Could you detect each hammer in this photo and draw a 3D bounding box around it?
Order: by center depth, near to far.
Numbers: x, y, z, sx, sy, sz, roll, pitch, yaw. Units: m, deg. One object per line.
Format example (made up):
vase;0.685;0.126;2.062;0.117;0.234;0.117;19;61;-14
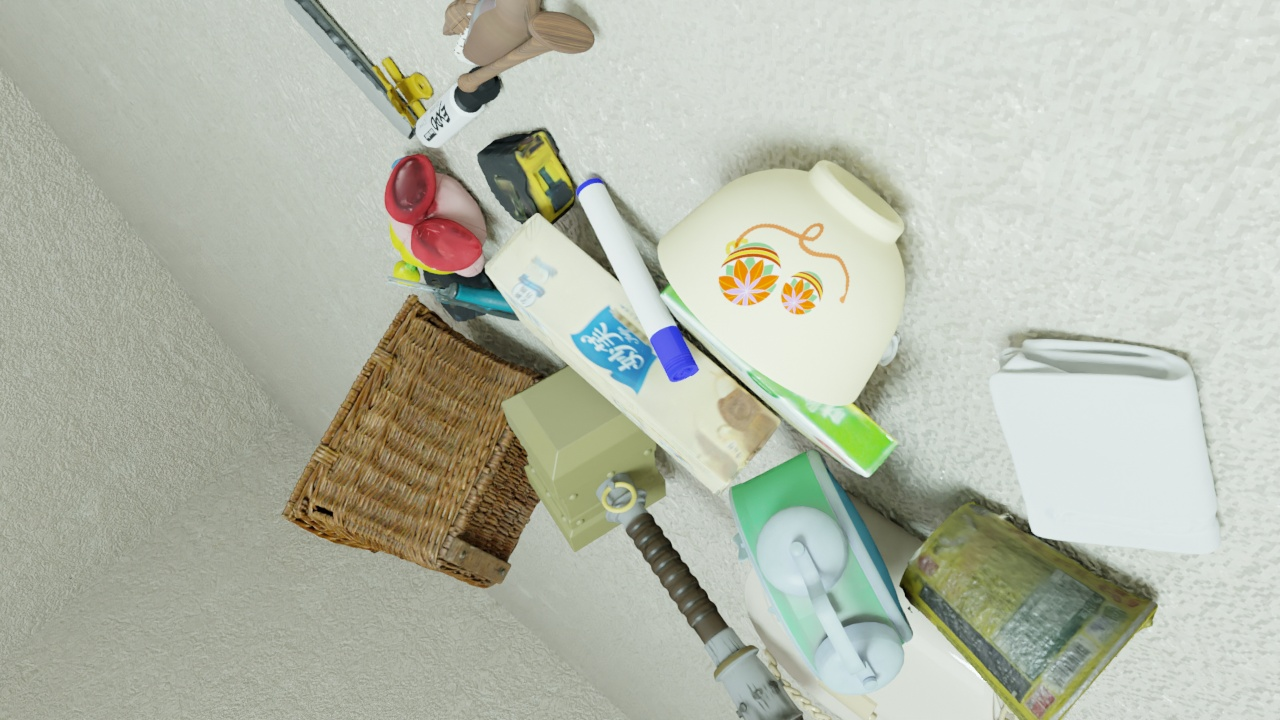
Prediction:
hammer;0.021;0.164;0.745;0.324;0.100;0.190;52;163;28

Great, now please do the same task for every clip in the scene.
clip;-0.175;-0.192;0.669;0.046;0.035;0.053;24;150;56

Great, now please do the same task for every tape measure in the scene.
tape measure;-0.077;-0.118;0.618;0.067;0.038;0.062;13;142;51
tape measure;-0.169;-0.071;0.857;0.072;0.042;0.071;54;159;-17

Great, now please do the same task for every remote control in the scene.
remote control;-0.221;-0.229;0.705;0.136;0.013;0.033;47;159;-11

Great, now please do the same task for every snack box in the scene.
snack box;0.075;0.008;0.513;0.132;0.027;0.168;42;-178;7
snack box;-0.004;0.004;0.637;0.207;0.055;0.153;41;173;8

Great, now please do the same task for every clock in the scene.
clock;0.099;0.122;0.517;0.122;0.075;0.161;61;-171;-6

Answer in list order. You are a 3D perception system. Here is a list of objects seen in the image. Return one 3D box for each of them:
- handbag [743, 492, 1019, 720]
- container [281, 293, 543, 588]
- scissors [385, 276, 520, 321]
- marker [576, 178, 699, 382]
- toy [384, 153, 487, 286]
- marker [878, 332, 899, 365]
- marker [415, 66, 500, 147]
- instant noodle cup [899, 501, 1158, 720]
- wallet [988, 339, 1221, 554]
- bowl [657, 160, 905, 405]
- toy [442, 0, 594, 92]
handbag;0.183;0.200;0.675;0.211;0.103;0.209;34;148;24
container;-0.189;0.097;0.913;0.183;0.249;0.162;20;165;25
scissors;-0.132;-0.052;0.771;0.149;0.019;0.122;6;172;9
marker;-0.003;-0.051;0.558;0.020;0.020;0.141;99;148;-64
toy;-0.181;-0.110;0.755;0.124;0.097;0.131;52;177;-2
marker;0.086;-0.028;0.522;0.134;0.020;0.017;27;148;40
marker;-0.125;-0.172;0.625;0.025;0.025;0.126;52;157;-17
instant noodle cup;0.210;0.140;0.516;0.108;0.102;0.102;41;159;30
wallet;0.211;0.039;0.414;0.086;0.032;0.116;7;136;40
bowl;0.077;-0.047;0.417;0.118;0.117;0.074;42;116;7
toy;-0.071;-0.180;0.495;0.102;0.041;0.055;-3;90;50
